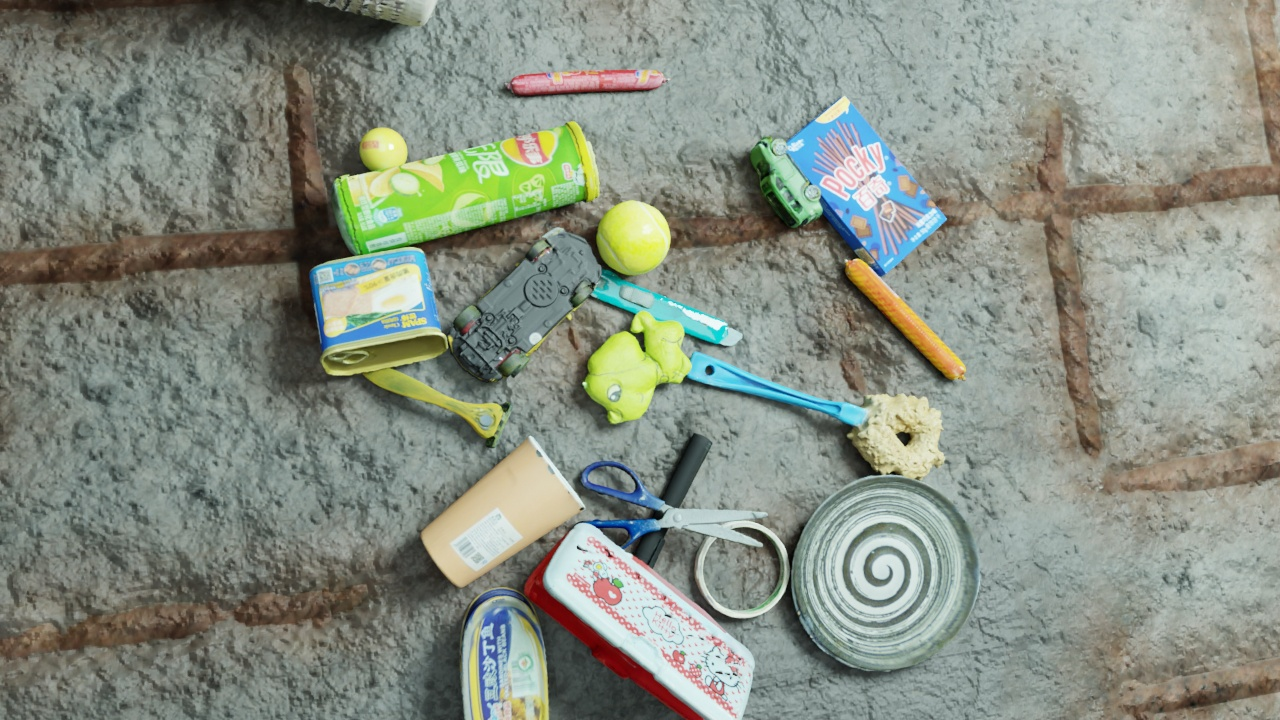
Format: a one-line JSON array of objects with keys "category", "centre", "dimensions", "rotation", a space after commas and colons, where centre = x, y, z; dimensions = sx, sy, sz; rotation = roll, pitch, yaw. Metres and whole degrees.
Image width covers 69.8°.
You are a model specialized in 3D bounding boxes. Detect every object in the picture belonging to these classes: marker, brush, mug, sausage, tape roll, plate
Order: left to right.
[{"category": "mug", "centre": [-0.117, 0.131, 0.769], "dimensions": [0.122, 0.078, 0.078], "rotation": [-37, 91, -7]}, {"category": "sausage", "centre": [-0.048, -0.258, 0.847], "dimensions": [0.155, 0.020, 0.020], "rotation": [-6, 85, -11]}, {"category": "marker", "centre": [0.028, 0.126, 0.819], "dimensions": [0.020, 0.022, 0.132], "rotation": [37, 76, -45]}, {"category": "tape roll", "centre": [0.092, 0.188, 0.828], "dimensions": [0.085, 0.014, 0.085], "rotation": [1, 84, -9]}, {"category": "brush", "centre": [0.164, 0.043, 0.846], "dimensions": [0.254, 0.046, 0.083], "rotation": [19, 85, -4]}, {"category": "plate", "centre": [0.221, 0.193, 0.838], "dimensions": [0.179, 0.024, 0.179], "rotation": [0, 90, -8]}, {"category": "sausage", "centre": [0.252, -0.039, 0.875], "dimensions": [0.165, 0.021, 0.021], "rotation": [45, 79, -2]}]

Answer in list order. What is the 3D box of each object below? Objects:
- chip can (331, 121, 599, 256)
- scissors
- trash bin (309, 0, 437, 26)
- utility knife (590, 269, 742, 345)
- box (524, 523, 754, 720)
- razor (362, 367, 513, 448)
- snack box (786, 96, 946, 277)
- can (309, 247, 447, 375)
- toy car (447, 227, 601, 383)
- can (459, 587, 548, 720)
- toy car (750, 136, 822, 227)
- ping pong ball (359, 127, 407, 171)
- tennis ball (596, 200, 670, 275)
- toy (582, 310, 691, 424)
[{"category": "chip can", "centre": [-0.151, -0.147, 0.791], "dimensions": [0.221, 0.073, 0.072], "rotation": [-17, 87, -11]}, {"category": "scissors", "centre": [0.019, 0.144, 0.798], "dimensions": [0.171, 0.012, 0.141], "rotation": [38, 88, 12]}, {"category": "trash bin", "centre": [-0.243, -0.379, 0.741], "dimensions": [0.192, 0.228, 0.227], "rotation": [17, 81, -20]}, {"category": "utility knife", "centre": [0.018, -0.049, 0.839], "dimensions": [0.164, 0.013, 0.029], "rotation": [21, 83, -7]}, {"category": "box", "centre": [0.000, 0.227, 0.755], "dimensions": [0.201, 0.098, 0.095], "rotation": [39, 97, -4]}, {"category": "razor", "centre": [-0.179, 0.032, 0.792], "dimensions": [0.132, 0.028, 0.043], "rotation": [24, 84, -5]}, {"category": "snack box", "centre": [0.210, -0.166, 0.878], "dimensions": [0.084, 0.026, 0.157], "rotation": [-41, 92, -11]}, {"category": "can", "centre": [-0.220, -0.041, 0.769], "dimensions": [0.102, 0.057, 0.083], "rotation": [-12, 71, -11]}, {"category": "toy car", "centre": [-0.099, -0.047, 0.804], "dimensions": [0.071, 0.041, 0.155], "rotation": [44, 81, -3]}, {"category": "can", "centre": [-0.113, 0.268, 0.766], "dimensions": [0.074, 0.049, 0.148], "rotation": [-3, 85, -10]}, {"category": "toy car", "centre": [0.133, -0.166, 0.856], "dimensions": [0.036, 0.043, 0.091], "rotation": [-33, 90, -11]}, {"category": "ping pong ball", "centre": [-0.223, -0.182, 0.797], "dimensions": [0.040, 0.040, 0.040], "rotation": [1, 84, -10]}, {"category": "tennis ball", "centre": [-0.006, -0.109, 0.815], "dimensions": [0.065, 0.065, 0.065], "rotation": [1, 84, -10]}, {"category": "toy", "centre": [-0.005, 0.005, 0.820], "dimensions": [0.100, 0.031, 0.096], "rotation": [-10, 83, -9]}]
